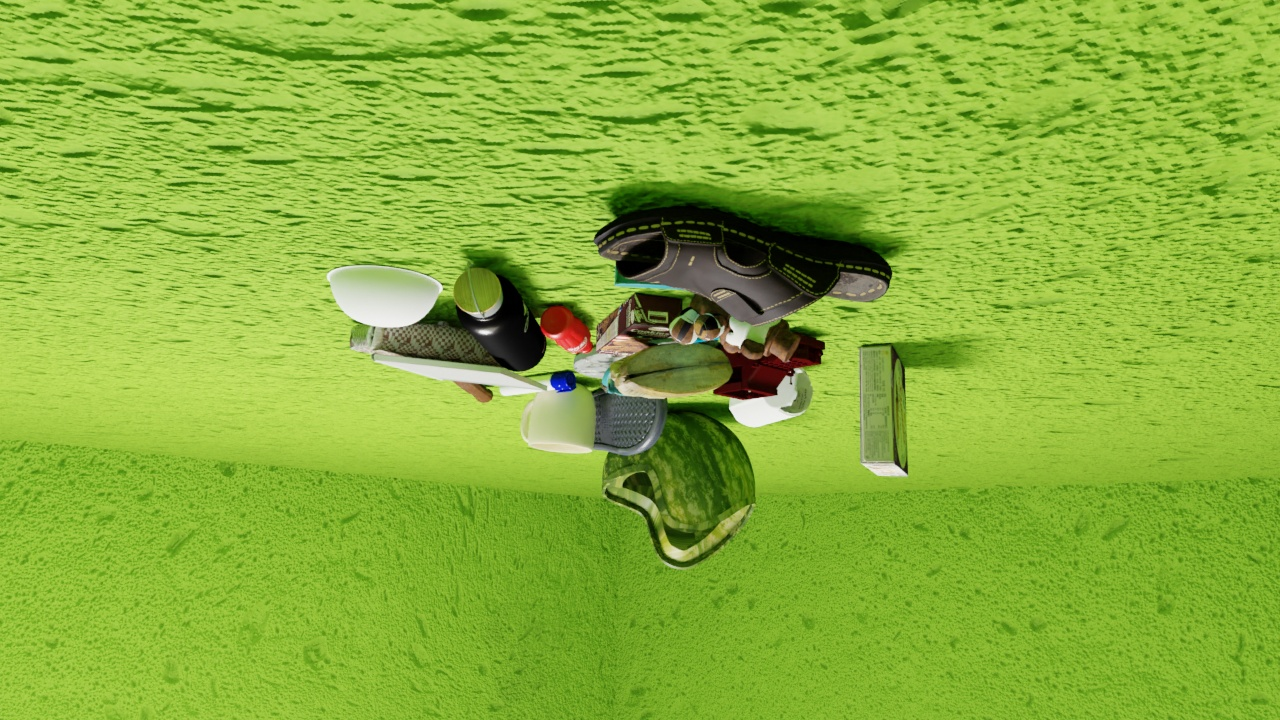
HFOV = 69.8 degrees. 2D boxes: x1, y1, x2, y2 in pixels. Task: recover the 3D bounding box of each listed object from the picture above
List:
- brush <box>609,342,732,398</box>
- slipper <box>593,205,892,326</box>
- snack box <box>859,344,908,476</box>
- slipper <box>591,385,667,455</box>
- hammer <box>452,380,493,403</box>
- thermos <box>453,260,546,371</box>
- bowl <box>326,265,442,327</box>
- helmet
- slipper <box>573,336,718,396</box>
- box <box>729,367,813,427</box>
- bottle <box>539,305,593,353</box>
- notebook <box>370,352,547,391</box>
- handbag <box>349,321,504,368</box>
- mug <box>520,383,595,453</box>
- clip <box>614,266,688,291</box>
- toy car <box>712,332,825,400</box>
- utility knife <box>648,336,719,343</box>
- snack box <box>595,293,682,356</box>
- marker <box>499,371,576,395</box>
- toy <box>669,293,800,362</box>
[{"bbox_3d":[0.037,0.012,1.001,0.043,0.059,0.195,-18,171,37],"label":"brush"},{"bbox_3d":[0.086,-0.065,0.734,0.267,0.075,0.113,8,166,-25],"label":"slipper"},{"bbox_3d":[0.302,0.066,1.138,0.041,0.143,0.148,-3,167,22],"label":"snack box"},{"bbox_3d":[-0.012,0.090,1.382,0.083,0.110,0.269,5,171,-27],"label":"slipper"},{"bbox_3d":[-0.253,0.021,1.279,0.115,0.033,0.323,3,168,4],"label":"hammer"},{"bbox_3d":[-0.140,-0.042,0.905,0.061,0.061,0.231,1,167,3],"label":"thermos"},{"bbox_3d":[-0.252,-0.057,0.901,0.110,0.040,0.110,2,168,0],"label":"bowl"},{"bbox_3d":[0.069,0.200,1.569,0.242,0.247,0.214,-35,154,-21],"label":"helmet"},{"bbox_3d":[-0.007,0.007,1.130,0.098,0.054,0.269,11,163,-28],"label":"slipper"},{"bbox_3d":[0.179,0.040,1.192,0.092,0.083,0.166,19,160,-25],"label":"box"},{"bbox_3d":[-0.076,-0.029,1.011,0.036,0.036,0.119,-1,167,13],"label":"bottle"},{"bbox_3d":[-0.200,0.015,1.058,0.143,0.009,0.209,6,174,8],"label":"notebook"},{"bbox_3d":[-0.230,-0.020,1.056,0.185,0.047,0.124,9,174,-28],"label":"handbag"},{"bbox_3d":[-0.125,0.082,1.372,0.120,0.099,0.096,-2,165,25],"label":"mug"},{"bbox_3d":[0.047,-0.079,0.796,0.127,0.028,0.114,7,172,-27],"label":"clip"},{"bbox_3d":[0.134,0.009,1.093,0.070,0.061,0.170,13,164,-41],"label":"toy car"},{"bbox_3d":[0.066,-0.026,0.943,0.031,0.015,0.205,5,-170,33],"label":"utility knife"},{"bbox_3d":[-0.004,-0.035,0.982,0.051,0.031,0.141,6,167,-17],"label":"snack box"},{"bbox_3d":[-0.150,0.036,1.335,0.133,0.027,0.023,-8,-164,37],"label":"marker"},{"bbox_3d":[0.093,-0.033,0.864,0.112,0.067,0.087,32,-141,18],"label":"toy"}]
